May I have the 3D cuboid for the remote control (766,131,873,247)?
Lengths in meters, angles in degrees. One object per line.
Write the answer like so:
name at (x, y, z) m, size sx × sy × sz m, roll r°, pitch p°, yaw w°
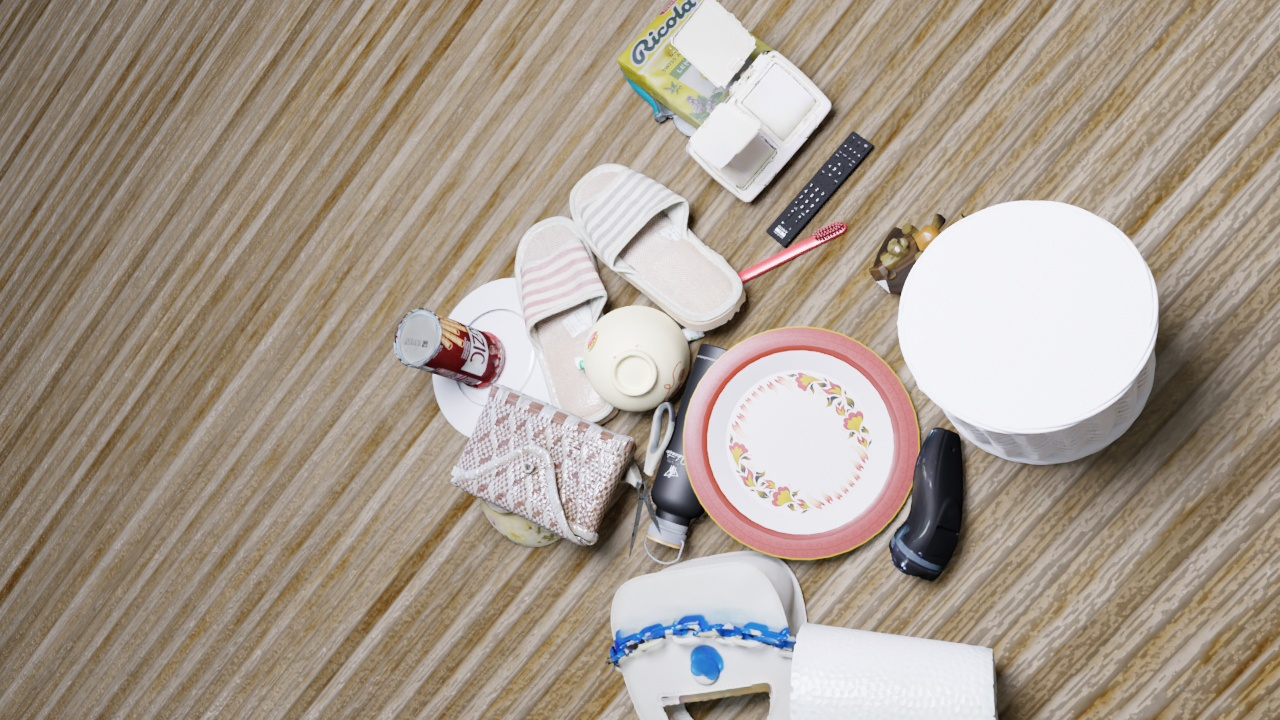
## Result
remote control at (0.192, -0.183, 0.986) m, size 0.140 × 0.009 × 0.030 m, roll -49°, pitch 62°, yaw 10°

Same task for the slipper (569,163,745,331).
slipper at (0.012, -0.135, 1.029) m, size 0.114 × 0.054 × 0.272 m, roll -39°, pitch 60°, yaw -2°

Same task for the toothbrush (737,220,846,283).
toothbrush at (0.124, -0.099, 0.998) m, size 0.213 × 0.018 × 0.012 m, roll -26°, pitch 68°, yaw 20°

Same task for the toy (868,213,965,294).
toy at (0.272, -0.109, 0.895) m, size 0.100 × 0.062 × 0.076 m, roll -41°, pitch 43°, yaw 33°

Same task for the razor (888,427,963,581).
razor at (0.268, 0.132, 0.856) m, size 0.064 × 0.053 × 0.140 m, roll -8°, pitch 64°, yaw 60°

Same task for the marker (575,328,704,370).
marker at (-0.001, -0.015, 1.022) m, size 0.145 × 0.017 × 0.017 m, roll -15°, pitch 71°, yaw 6°

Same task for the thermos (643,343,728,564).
thermos at (0.055, 0.101, 0.963) m, size 0.061 × 0.061 × 0.231 m, roll 17°, pitch 87°, yaw 30°

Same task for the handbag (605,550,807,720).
handbag at (0.069, 0.296, 0.899) m, size 0.201 × 0.093 × 0.199 m, roll -18°, pitch 78°, yaw 23°

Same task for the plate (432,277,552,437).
plate at (-0.178, -0.003, 1.135) m, size 0.209 × 0.015 × 0.208 m, roll -7°, pitch 75°, yaw 26°

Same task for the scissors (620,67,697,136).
scissors at (0.029, -0.320, 1.098) m, size 0.136 × 0.019 × 0.139 m, roll 9°, pitch 77°, yaw 24°

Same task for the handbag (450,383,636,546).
handbag at (-0.108, 0.109, 0.985) m, size 0.186 × 0.047 × 0.124 m, roll 21°, pitch 80°, yaw 21°

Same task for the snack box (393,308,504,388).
snack box at (-0.224, -0.013, 1.081) m, size 0.072 × 0.121 × 0.072 m, roll -7°, pitch 74°, yaw 26°

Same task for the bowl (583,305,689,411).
bowl at (-0.006, 0.006, 0.978) m, size 0.118 × 0.074 × 0.118 m, roll 1°, pitch 103°, yaw 2°

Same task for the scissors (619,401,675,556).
scissors at (0.003, 0.118, 0.966) m, size 0.171 × 0.012 × 0.157 m, roll 29°, pitch 98°, yaw 63°

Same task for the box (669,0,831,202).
box at (0.097, -0.266, 0.949) m, size 0.184 × 0.099 × 0.143 m, roll 37°, pitch 101°, yaw -14°

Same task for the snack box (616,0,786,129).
snack box at (0.074, -0.336, 1.052) m, size 0.121 × 0.045 × 0.181 m, roll -46°, pitch 65°, yaw 1°

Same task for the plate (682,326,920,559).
plate at (0.158, 0.081, 0.912) m, size 0.230 × 0.021 × 0.229 m, roll -1°, pitch 83°, yaw 10°

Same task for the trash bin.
trash bin at (0.223, 0.300, 0.796) m, size 0.161 × 0.133 × 0.133 m, roll -4°, pitch 76°, yaw 22°

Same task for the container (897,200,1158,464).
container at (0.329, -0.016, 0.774) m, size 0.190 × 0.186 × 0.189 m, roll -7°, pitch 75°, yaw 26°

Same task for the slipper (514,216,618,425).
slipper at (-0.086, -0.050, 1.070) m, size 0.115 × 0.052 × 0.262 m, roll -18°, pitch 73°, yaw 13°

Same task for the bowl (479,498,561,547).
bowl at (-0.138, 0.141, 1.052) m, size 0.145 × 0.063 × 0.145 m, roll -5°, pitch 78°, yaw 26°
